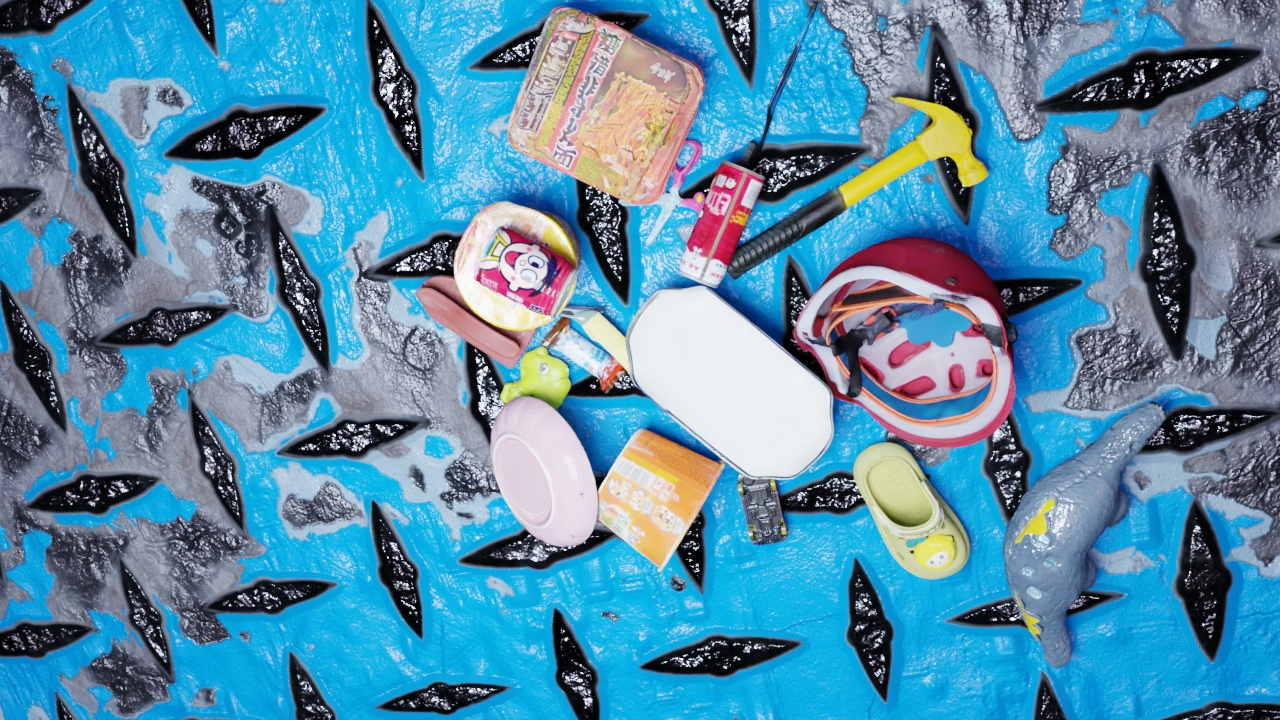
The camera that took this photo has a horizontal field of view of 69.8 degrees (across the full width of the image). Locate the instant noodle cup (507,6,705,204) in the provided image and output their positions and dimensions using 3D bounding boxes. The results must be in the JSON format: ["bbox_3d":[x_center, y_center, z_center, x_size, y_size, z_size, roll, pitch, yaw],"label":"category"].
[{"bbox_3d":[-0.034,-0.277,1.006,0.189,0.079,0.165,26,108,1],"label":"instant noodle cup"}]

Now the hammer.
[{"bbox_3d":[0.224,-0.182,1.024,0.301,0.032,0.129,-32,99,15],"label":"hammer"}]

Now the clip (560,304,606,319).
[{"bbox_3d":[-0.070,-0.058,1.104,0.058,0.026,0.043,9,114,9],"label":"clip"}]

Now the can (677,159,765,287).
[{"bbox_3d":[0.089,-0.151,1.021,0.053,0.053,0.133,22,101,1],"label":"can"}]

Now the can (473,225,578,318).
[{"bbox_3d":[-0.119,-0.091,0.962,0.094,0.066,0.067,28,107,-2],"label":"can"}]

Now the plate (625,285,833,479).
[{"bbox_3d":[0.104,0.023,1.060,0.266,0.034,0.162,39,121,5],"label":"plate"}]

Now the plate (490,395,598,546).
[{"bbox_3d":[-0.127,0.139,1.099,0.192,0.038,0.193,25,125,41],"label":"plate"}]

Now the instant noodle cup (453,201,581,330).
[{"bbox_3d":[-0.130,-0.114,1.050,0.138,0.109,0.138,2,107,7],"label":"instant noodle cup"}]

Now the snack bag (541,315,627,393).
[{"bbox_3d":[-0.067,-0.007,1.116,0.104,0.026,0.048,39,92,-6],"label":"snack bag"}]

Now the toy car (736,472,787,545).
[{"bbox_3d":[0.151,0.178,1.137,0.049,0.031,0.106,-13,105,10],"label":"toy car"}]

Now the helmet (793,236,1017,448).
[{"bbox_3d":[0.302,-0.034,0.994,0.208,0.143,0.240,-23,116,43],"label":"helmet"}]

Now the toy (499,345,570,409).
[{"bbox_3d":[-0.126,0.035,1.134,0.100,0.031,0.097,-23,102,18],"label":"toy"}]

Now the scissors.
[{"bbox_3d":[0.041,-0.193,1.052,0.133,0.017,0.130,-1,107,6],"label":"scissors"}]

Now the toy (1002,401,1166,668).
[{"bbox_3d":[0.498,0.203,1.070,0.138,0.091,0.357,10,110,-8],"label":"toy"}]

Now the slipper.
[{"bbox_3d":[0.321,0.188,1.094,0.092,0.081,0.190,-31,97,17],"label":"slipper"}]

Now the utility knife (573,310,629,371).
[{"bbox_3d":[-0.007,0.006,1.104,0.031,0.020,0.190,-43,103,3],"label":"utility knife"}]

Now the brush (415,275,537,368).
[{"bbox_3d":[-0.200,-0.052,1.098,0.146,0.069,0.063,32,106,-2],"label":"brush"}]

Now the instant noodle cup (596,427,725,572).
[{"bbox_3d":[0.016,0.158,1.096,0.111,0.151,0.151,31,107,6],"label":"instant noodle cup"}]

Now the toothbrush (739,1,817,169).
[{"bbox_3d":[0.152,-0.300,1.010,0.016,0.014,0.190,29,108,23],"label":"toothbrush"}]
